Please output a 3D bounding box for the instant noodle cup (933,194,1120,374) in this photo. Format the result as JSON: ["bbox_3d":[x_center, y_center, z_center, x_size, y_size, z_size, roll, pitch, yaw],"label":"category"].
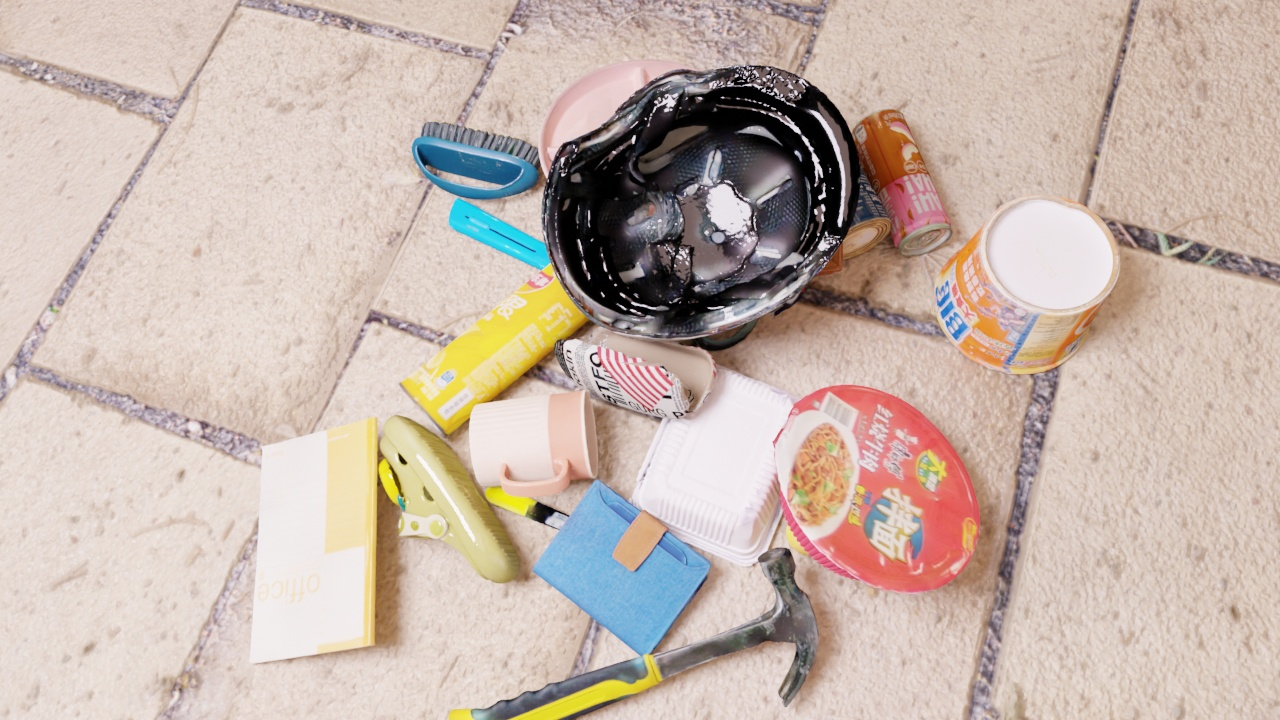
[{"bbox_3d":[0.363,-0.076,0.856,0.151,0.111,0.151,-1,69,3],"label":"instant noodle cup"}]

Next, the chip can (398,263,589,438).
[{"bbox_3d":[-0.129,-0.017,0.894,0.213,0.072,0.072,-41,72,-11],"label":"chip can"}]

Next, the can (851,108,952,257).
[{"bbox_3d":[0.264,-0.182,0.933,0.058,0.058,0.147,-15,69,-2],"label":"can"}]

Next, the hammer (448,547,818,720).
[{"bbox_3d":[-0.004,0.271,0.779,0.323,0.032,0.126,-21,95,2],"label":"hammer"}]

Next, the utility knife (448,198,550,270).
[{"bbox_3d":[-0.134,-0.125,0.963,0.160,0.018,0.034,27,73,12],"label":"utility knife"}]

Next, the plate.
[{"bbox_3d":[0.007,-0.226,0.974,0.229,0.028,0.229,0,63,-1],"label":"plate"}]

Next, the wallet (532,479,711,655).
[{"bbox_3d":[-0.016,0.185,0.820,0.133,0.040,0.106,36,87,12],"label":"wallet"}]

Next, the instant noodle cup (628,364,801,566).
[{"bbox_3d":[0.077,0.085,0.846,0.138,0.060,0.173,21,71,12],"label":"instant noodle cup"}]

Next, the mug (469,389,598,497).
[{"bbox_3d":[-0.097,0.082,0.838,0.106,0.082,0.114,-6,34,4],"label":"mug"}]

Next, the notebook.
[{"bbox_3d":[-0.299,0.164,0.841,0.146,0.010,0.206,-15,67,24],"label":"notebook"}]

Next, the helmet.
[{"bbox_3d":[0.054,-0.128,0.833,0.274,0.157,0.230,-29,83,1],"label":"helmet"}]

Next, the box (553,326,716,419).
[{"bbox_3d":[-0.001,0.004,0.856,0.163,0.076,0.087,12,43,41],"label":"box"}]

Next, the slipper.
[{"bbox_3d":[-0.187,0.135,0.832,0.081,0.092,0.190,-39,73,-6],"label":"slipper"}]

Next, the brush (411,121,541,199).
[{"bbox_3d":[-0.178,-0.208,0.978,0.144,0.055,0.073,15,70,9],"label":"brush"}]

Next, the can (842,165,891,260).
[{"bbox_3d":[0.195,-0.162,0.921,0.075,0.075,0.111,-21,69,-4],"label":"can"}]

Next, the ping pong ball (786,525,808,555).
[{"bbox_3d":[0.151,0.154,0.823,0.040,0.040,0.040,-1,69,4],"label":"ping pong ball"}]

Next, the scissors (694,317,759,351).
[{"bbox_3d":[0.102,-0.080,0.928,0.185,0.019,0.130,-39,72,-9],"label":"scissors"}]

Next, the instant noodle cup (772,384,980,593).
[{"bbox_3d":[0.193,0.117,0.796,0.193,0.066,0.193,11,56,-17],"label":"instant noodle cup"}]

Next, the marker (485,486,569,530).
[{"bbox_3d":[-0.088,0.145,0.860,0.124,0.015,0.018,21,76,8],"label":"marker"}]

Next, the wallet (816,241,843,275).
[{"bbox_3d":[0.149,-0.145,0.887,0.108,0.031,0.131,-2,85,36],"label":"wallet"}]
